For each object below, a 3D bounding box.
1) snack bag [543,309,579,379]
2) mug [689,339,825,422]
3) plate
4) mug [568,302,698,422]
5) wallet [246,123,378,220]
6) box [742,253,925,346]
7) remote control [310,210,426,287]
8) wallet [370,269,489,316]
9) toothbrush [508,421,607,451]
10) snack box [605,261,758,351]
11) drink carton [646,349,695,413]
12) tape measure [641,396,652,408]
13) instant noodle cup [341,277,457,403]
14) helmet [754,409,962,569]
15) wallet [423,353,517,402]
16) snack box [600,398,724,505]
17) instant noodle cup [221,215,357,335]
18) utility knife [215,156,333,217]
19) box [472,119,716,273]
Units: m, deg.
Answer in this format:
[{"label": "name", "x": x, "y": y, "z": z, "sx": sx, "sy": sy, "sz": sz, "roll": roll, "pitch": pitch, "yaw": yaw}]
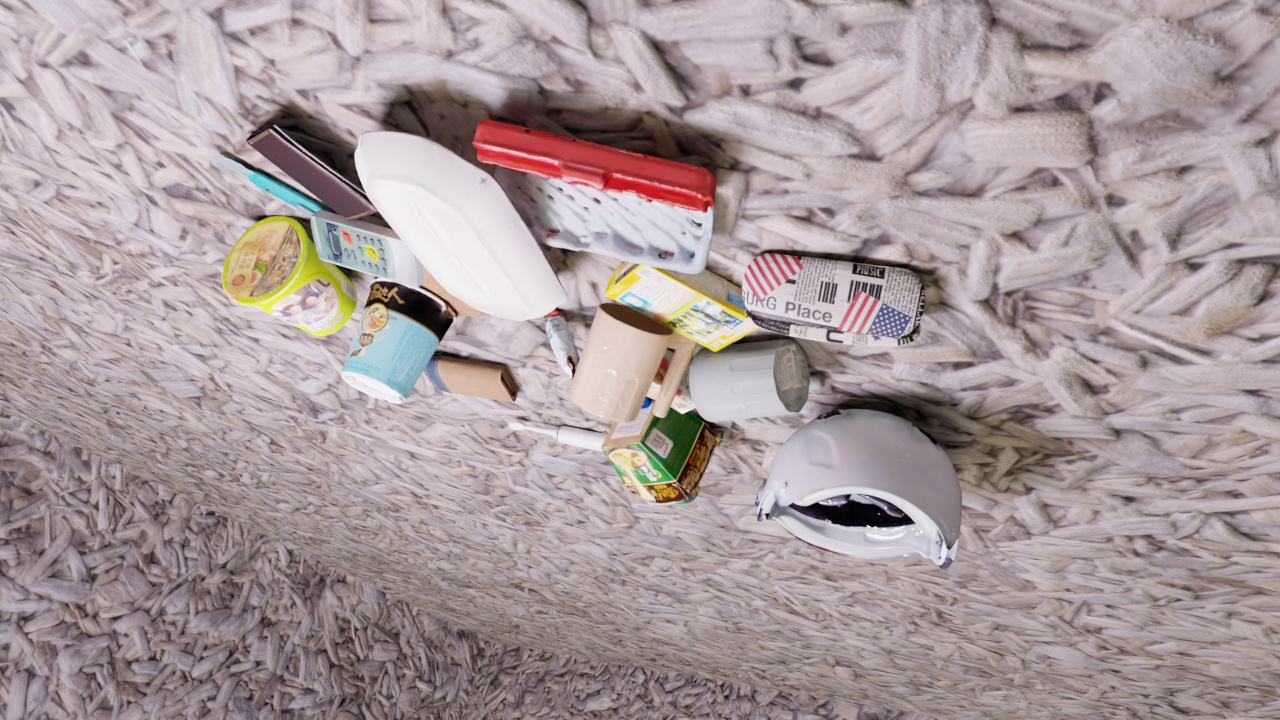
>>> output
[{"label": "snack bag", "x": -0.086, "y": -0.017, "z": 1.029, "sx": 0.026, "sy": 0.105, "sz": 0.045, "roll": -17, "pitch": 141, "yaw": -9}, {"label": "mug", "x": 0.129, "y": 0.022, "z": 0.994, "sx": 0.104, "sy": 0.083, "sz": 0.123, "roll": -7, "pitch": 171, "yaw": 38}, {"label": "plate", "x": -0.169, "y": -0.111, "z": 0.859, "sx": 0.162, "sy": 0.034, "sz": 0.266, "roll": 15, "pitch": 157, "yaw": 24}, {"label": "mug", "x": -0.006, "y": 0.006, "z": 0.980, "sx": 0.124, "sy": 0.104, "sz": 0.084, "roll": 12, "pitch": -162, "yaw": -31}, {"label": "wallet", "x": -0.317, "y": -0.182, "z": 0.891, "sx": 0.122, "sy": 0.020, "sz": 0.096, "roll": 38, "pitch": 161, "yaw": -31}, {"label": "box", "x": 0.177, "y": -0.058, "z": 0.841, "sx": 0.162, "sy": 0.075, "sz": 0.086, "roll": 12, "pitch": 122, "yaw": 18}, {"label": "remote control", "x": -0.286, "y": -0.117, "z": 0.964, "sx": 0.135, "sy": 0.019, "sz": 0.056, "roll": 17, "pitch": 130, "yaw": 19}, {"label": "wallet", "x": -0.245, "y": -0.082, "z": 1.071, "sx": 0.115, "sy": 0.020, "sz": 0.101, "roll": 0, "pitch": 150, "yaw": 37}, {"label": "toothbrush", "x": -0.089, "y": 0.114, "z": 1.344, "sx": 0.221, "sy": 0.027, "sz": 0.026, "roll": 10, "pitch": -173, "yaw": 14}, {"label": "snack box", "x": 0.045, "y": -0.062, "z": 0.919, "sx": 0.140, "sy": 0.033, "sz": 0.087, "roll": 28, "pitch": 152, "yaw": -17}, {"label": "drink carton", "x": 0.012, "y": 0.012, "z": 1.056, "sx": 0.122, "sy": 0.053, "sz": 0.046, "roll": 26, "pitch": 153, "yaw": -15}, {"label": "tape measure", "x": -0.011, "y": 0.040, "z": 1.156, "sx": 0.054, "sy": 0.025, "sz": 0.058, "roll": 24, "pitch": 157, "yaw": -17}, {"label": "instant noodle cup", "x": -0.288, "y": -0.018, "z": 1.071, "sx": 0.111, "sy": 0.120, "sz": 0.111, "roll": 18, "pitch": 159, "yaw": 7}, {"label": "helmet", "x": 0.255, "y": 0.138, "z": 1.051, "sx": 0.229, "sy": 0.145, "sz": 0.259, "roll": 12, "pitch": 161, "yaw": 14}, {"label": "wallet", "x": -0.232, "y": 0.025, "z": 1.255, "sx": 0.115, "sy": 0.033, "sz": 0.090, "roll": 10, "pitch": 155, "yaw": 13}, {"label": "snack box", "x": 0.021, "y": 0.111, "z": 1.190, "sx": 0.118, "sy": 0.118, "sz": 0.105, "roll": -13, "pitch": 131, "yaw": 46}, {"label": "instant noodle cup", "x": -0.396, "y": -0.087, "z": 1.063, "sx": 0.112, "sy": 0.111, "sz": 0.123, "roll": 6, "pitch": 159, "yaw": 22}, {"label": "utility knife", "x": -0.364, "y": -0.167, "z": 0.982, "sx": 0.185, "sy": 0.013, "sz": 0.029, "roll": 30, "pitch": 148, "yaw": -24}, {"label": "box", "x": -0.035, "y": -0.143, "z": 0.785, "sx": 0.201, "sy": 0.069, "sz": 0.158, "roll": 14, "pitch": 159, "yaw": 7}]
